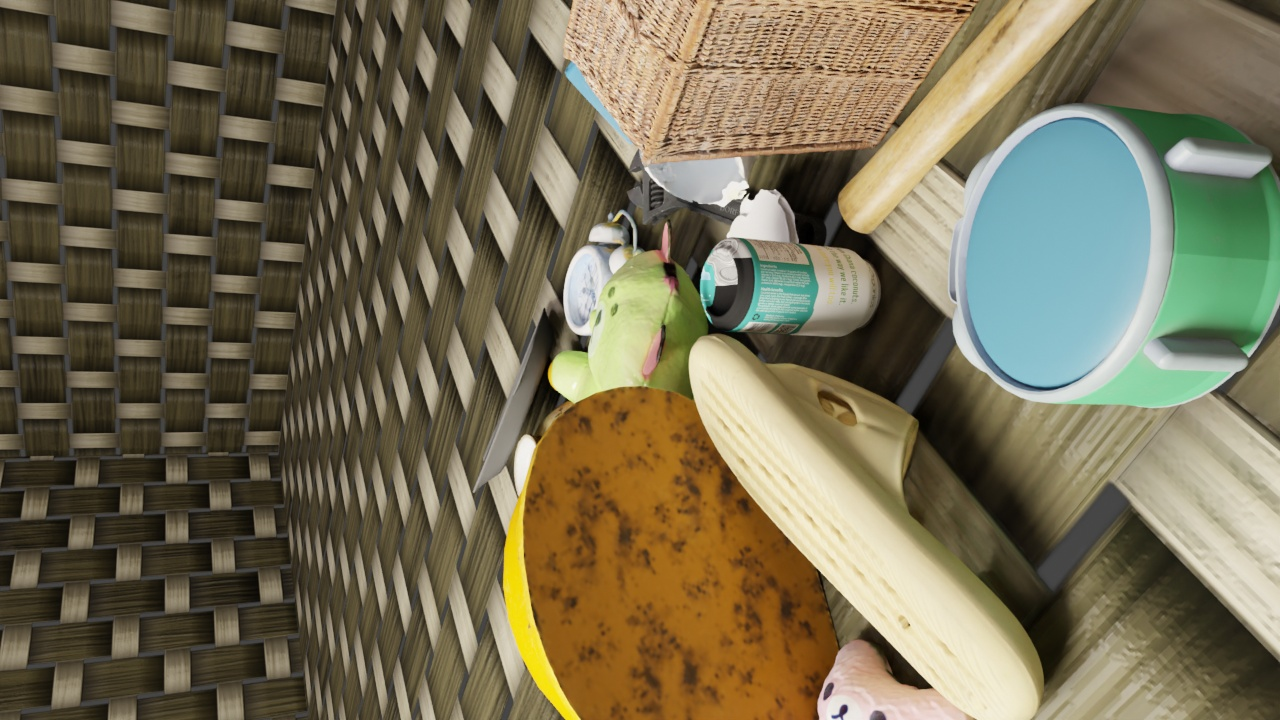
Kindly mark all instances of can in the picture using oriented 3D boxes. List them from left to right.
[{"bbox_3d":[0.089,-0.043,0.547,0.055,0.101,0.055,-4,85,62],"label":"can"}]

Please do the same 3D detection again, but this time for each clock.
[{"bbox_3d":[-0.027,-0.074,0.825,0.089,0.052,0.126,55,133,50],"label":"clock"},{"bbox_3d":[0.189,-0.044,0.400,0.162,0.075,0.122,-160,72,-74],"label":"clock"}]

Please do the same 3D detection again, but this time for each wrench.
[{"bbox_3d":[0.055,-0.123,0.708,0.273,0.018,0.073,35,119,56],"label":"wrench"}]

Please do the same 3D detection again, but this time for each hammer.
[{"bbox_3d":[0.196,-0.175,0.430,0.332,0.033,0.132,-51,47,49],"label":"hammer"}]

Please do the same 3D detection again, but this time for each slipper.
[{"bbox_3d":[0.126,0.076,0.505,0.261,0.079,0.111,49,158,33],"label":"slipper"}]

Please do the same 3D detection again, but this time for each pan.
[{"bbox_3d":[-0.144,0.063,1.020,0.355,0.024,0.216,128,162,-64],"label":"pan"}]

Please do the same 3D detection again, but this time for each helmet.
[{"bbox_3d":[0.000,0.155,0.582,0.132,0.204,0.255,-37,76,50],"label":"helmet"}]

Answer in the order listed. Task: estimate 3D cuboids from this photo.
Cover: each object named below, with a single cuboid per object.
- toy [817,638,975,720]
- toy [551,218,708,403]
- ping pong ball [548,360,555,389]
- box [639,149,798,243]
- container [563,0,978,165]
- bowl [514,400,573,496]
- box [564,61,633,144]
[{"bbox_3d":[0.125,0.208,0.503,0.095,0.053,0.099,-51,26,-12],"label":"toy"},{"bbox_3d":[-0.004,0.004,0.734,0.197,0.107,0.149,-41,36,44],"label":"toy"},{"bbox_3d":[-0.072,0.013,0.914,0.040,0.040,0.040,-5,84,62],"label":"ping pong ball"},{"bbox_3d":[0.066,-0.133,0.616,0.084,0.136,0.146,-31,25,55],"label":"box"},{"bbox_3d":[0.066,-0.187,0.498,0.113,0.198,0.113,58,141,30],"label":"container"},{"bbox_3d":[-0.084,0.108,0.908,0.145,0.063,0.145,-4,85,63],"label":"bowl"},{"bbox_3d":[0.043,-0.278,0.724,0.094,0.112,0.232,45,152,-10],"label":"box"}]
